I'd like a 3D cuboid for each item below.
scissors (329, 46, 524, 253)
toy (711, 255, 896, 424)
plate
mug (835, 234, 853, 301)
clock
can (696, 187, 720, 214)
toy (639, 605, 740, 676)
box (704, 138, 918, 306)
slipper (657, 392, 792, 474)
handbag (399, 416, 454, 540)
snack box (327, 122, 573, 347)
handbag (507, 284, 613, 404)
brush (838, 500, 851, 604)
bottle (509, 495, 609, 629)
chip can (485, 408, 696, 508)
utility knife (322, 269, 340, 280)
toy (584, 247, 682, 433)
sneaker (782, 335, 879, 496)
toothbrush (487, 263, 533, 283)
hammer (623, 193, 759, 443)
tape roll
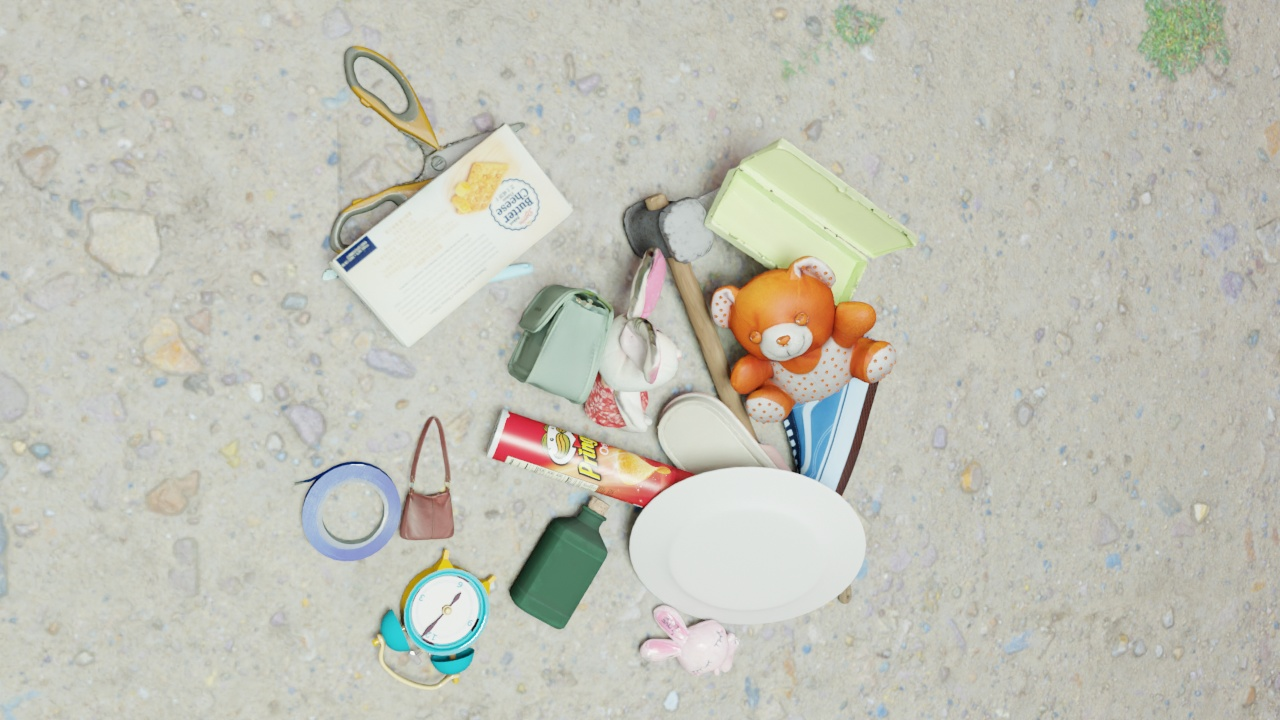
[{"bbox_3d":[-0.219,-0.198,0.881,0.225,0.016,0.230,-34,105,-15],"label":"scissors"},{"bbox_3d":[0.156,-0.020,0.914,0.164,0.092,0.172,-23,128,21],"label":"toy"},{"bbox_3d":[0.109,0.202,0.945,0.242,0.016,0.243,2,128,2],"label":"plate"},{"bbox_3d":[0.199,-0.085,1.012,0.111,0.079,0.097,-21,102,-46],"label":"mug"},{"bbox_3d":[-0.200,0.259,0.908,0.099,0.044,0.129,33,76,-19],"label":"clock"},{"bbox_3d":[0.081,-0.165,0.981,0.095,0.032,0.032,-28,102,-16],"label":"can"},{"bbox_3d":[0.057,0.310,1.000,0.110,0.047,0.063,20,89,-12],"label":"toy"},{"bbox_3d":[0.166,-0.135,0.909,0.188,0.066,0.128,28,125,-23],"label":"box"},{"bbox_3d":[0.119,0.145,0.988,0.114,0.054,0.274,-31,102,21],"label":"slipper"},{"bbox_3d":[-0.207,0.115,0.903,0.055,0.029,0.119,5,85,-40],"label":"handbag"},{"bbox_3d":[-0.176,-0.117,0.863,0.207,0.057,0.104,-42,106,-12],"label":"snack box"},{"bbox_3d":[-0.080,-0.021,0.889,0.067,0.122,0.106,21,89,-18],"label":"handbag"},{"bbox_3d":[0.229,0.221,1.043,0.038,0.012,0.151,-42,132,-41],"label":"brush"},{"bbox_3d":[-0.074,0.199,0.936,0.061,0.061,0.131,33,83,-16],"label":"bottle"},{"bbox_3d":[-0.045,0.107,0.927,0.214,0.052,0.052,20,87,-10],"label":"chip can"},{"bbox_3d":[-0.224,-0.095,0.888,0.161,0.015,0.022,-15,98,-16],"label":"utility knife"},{"bbox_3d":[-0.005,0.005,0.899,0.084,0.158,0.195,7,134,-5],"label":"toy"},{"bbox_3d":[0.196,0.080,1.032,0.098,0.083,0.241,18,102,24],"label":"sneaker"},{"bbox_3d":[-0.180,-0.079,0.903,0.154,0.016,0.022,-12,60,-18],"label":"toothbrush"},{"bbox_3d":[0.072,-0.021,0.971,0.052,0.098,0.328,-30,111,-21],"label":"hammer"},{"bbox_3d":[-0.278,0.145,0.884,0.091,0.016,0.093,-17,100,-18],"label":"tape roll"}]
